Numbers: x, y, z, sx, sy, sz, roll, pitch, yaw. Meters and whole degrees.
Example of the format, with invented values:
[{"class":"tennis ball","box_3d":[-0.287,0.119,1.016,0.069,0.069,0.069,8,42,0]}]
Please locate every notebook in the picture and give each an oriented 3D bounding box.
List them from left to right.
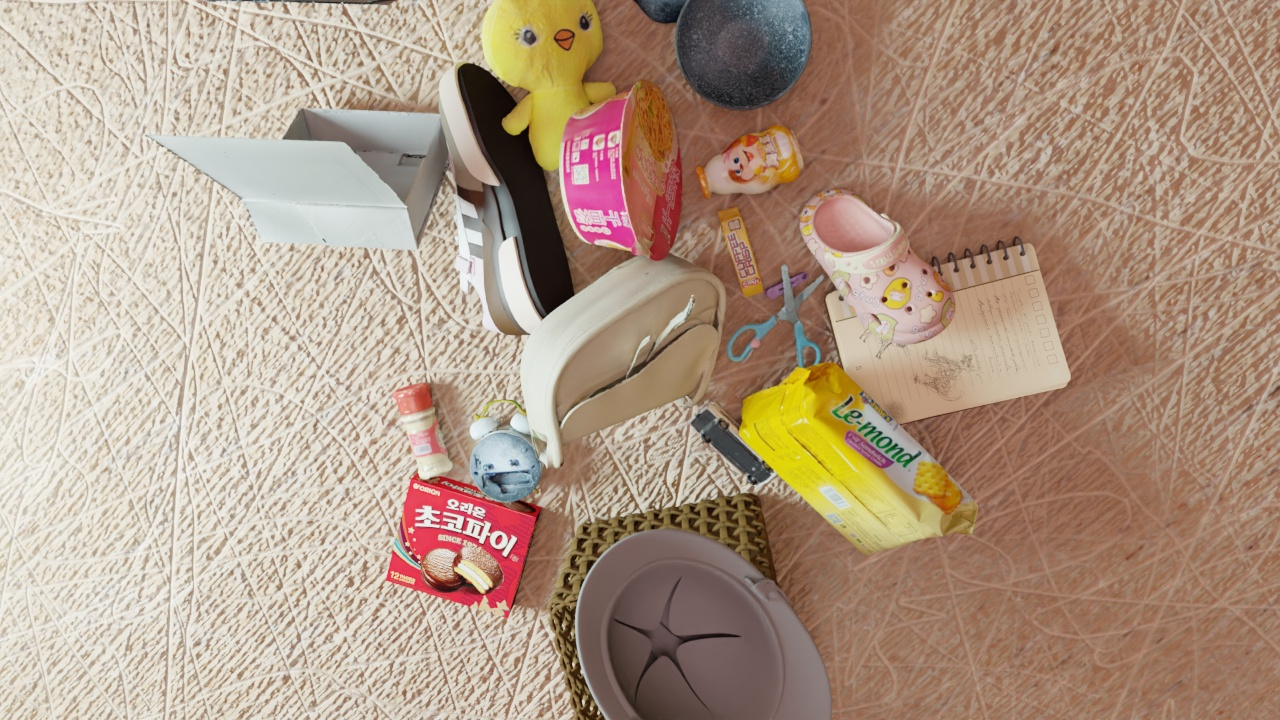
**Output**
[{"class":"notebook","box_3d":[0.323,-0.028,0.976,0.225,0.024,0.167,-14,86,4]}]

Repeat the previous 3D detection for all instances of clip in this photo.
[{"class":"clip","box_3d":[0.160,-0.083,1.004,0.051,0.032,0.013,-27,99,8]}]

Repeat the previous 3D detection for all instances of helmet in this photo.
[{"class":"helmet","box_3d":[0.040,0.265,0.823,0.271,0.118,0.183,46,70,-11]}]

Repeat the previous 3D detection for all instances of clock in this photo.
[{"class":"clock","box_3d":[-0.152,0.102,1.050,0.083,0.057,0.118,-4,101,6]}]

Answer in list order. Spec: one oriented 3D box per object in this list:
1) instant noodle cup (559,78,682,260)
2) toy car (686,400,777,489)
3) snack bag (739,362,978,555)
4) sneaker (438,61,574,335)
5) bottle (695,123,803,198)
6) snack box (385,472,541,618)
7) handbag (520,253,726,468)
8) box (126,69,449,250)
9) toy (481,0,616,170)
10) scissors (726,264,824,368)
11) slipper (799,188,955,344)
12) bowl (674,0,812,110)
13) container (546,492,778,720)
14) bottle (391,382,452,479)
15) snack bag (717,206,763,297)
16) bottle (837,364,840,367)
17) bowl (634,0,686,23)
[{"class":"instant noodle cup","box_3d":[-0.021,-0.189,0.933,0.078,0.178,0.179,-1,102,21]},{"class":"toy car","box_3d":[0.107,0.093,1.037,0.113,0.038,0.039,42,125,-6]},{"class":"snack bag","box_3d":[0.216,0.110,0.972,0.247,0.160,0.068,44,62,-5]},{"class":"sneaker","box_3d":[-0.168,-0.163,0.987,0.117,0.111,0.294,-14,101,28]},{"class":"bottle","box_3d":[0.113,-0.204,0.963,0.109,0.063,0.063,-18,99,7]},{"class":"snack box","box_3d":[-0.210,0.218,1.089,0.152,0.035,0.133,17,102,1]},{"class":"handbag","box_3d":[-0.006,0.006,0.945,0.228,0.132,0.184,-20,120,-24]},{"class":"box","box_3d":[-0.302,-0.195,0.858,0.167,0.330,0.165,3,88,3]},{"class":"toy","box_3d":[-0.096,-0.304,0.948,0.133,0.092,0.208,-24,108,-28]},{"class":"scissors","box_3d":[0.164,-0.033,1.006,0.135,0.015,0.129,-44,112,12]},{"class":"slipper","box_3d":[0.238,-0.104,0.937,0.093,0.081,0.197,-38,72,-2]},{"class":"bowl","box_3d":[0.105,-0.325,0.942,0.137,0.057,0.137,1,102,5]},{"class":"container","box_3d":[0.049,0.310,0.995,0.220,0.214,0.251,-12,100,7]},{"class":"bottle","box_3d":[-0.251,0.081,1.062,0.044,0.044,0.109,-14,100,7]},{"class":"snack bag","box_3d":[0.110,-0.118,1.003,0.026,0.020,0.099,-17,99,9]},{"class":"bottle","box_3d":[0.230,0.019,1.012,0.119,0.036,0.036,-21,99,8]},{"class":"bowl","box_3d":[0.033,-0.404,0.934,0.110,0.055,0.110,1,102,5]}]
